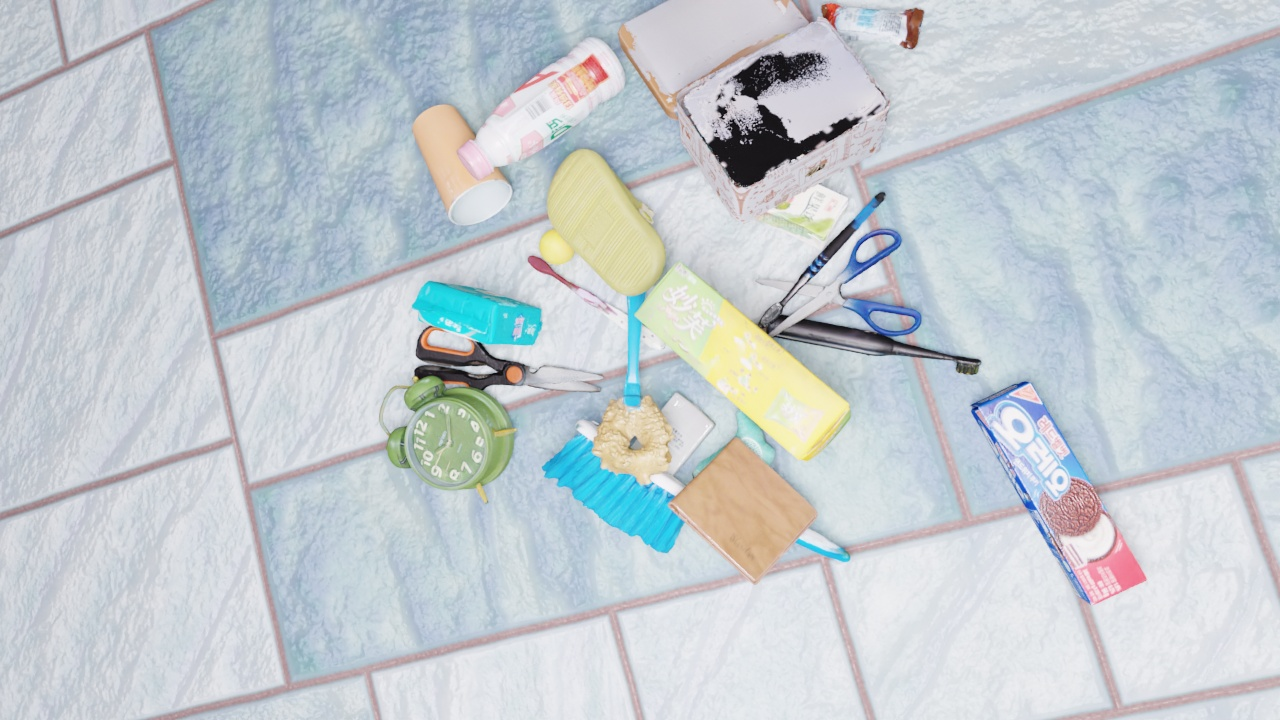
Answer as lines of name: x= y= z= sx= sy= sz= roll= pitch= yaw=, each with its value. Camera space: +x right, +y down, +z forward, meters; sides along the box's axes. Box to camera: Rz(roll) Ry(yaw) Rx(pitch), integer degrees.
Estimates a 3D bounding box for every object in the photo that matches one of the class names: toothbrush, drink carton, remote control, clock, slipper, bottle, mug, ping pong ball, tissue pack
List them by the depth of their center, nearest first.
toothbrush: x=0.234 y=-0.016 z=0.930 sx=0.213 sy=0.026 sz=0.027 roll=13 pitch=119 yaw=15
toothbrush: x=0.185 y=-0.103 z=0.932 sx=0.014 sy=0.016 sz=0.189 roll=43 pitch=88 yaw=15
drink carton: x=0.148 y=-0.165 z=0.950 sx=0.122 sy=0.045 sz=0.053 roll=28 pitch=81 yaw=13
slipper: x=-0.028 y=-0.141 z=0.983 sx=0.092 sy=0.081 sz=0.190 roll=-47 pitch=60 yaw=20
remote control: x=0.019 y=0.101 z=0.984 sx=0.056 sy=0.019 sz=0.135 roll=40 pitch=98 yaw=14
tissue pack: x=-0.172 y=-0.048 z=0.988 sx=0.093 sy=0.133 sz=0.050 roll=18 pitch=95 yaw=19
bottle: x=-0.109 y=-0.267 z=0.989 sx=0.196 sy=0.068 sz=0.068 roll=-40 pitch=77 yaw=-9
toothbrush: x=-0.049 y=-0.064 z=1.016 sx=0.187 sy=0.017 sz=0.016 roll=34 pitch=93 yaw=12
ping pong ball: x=-0.092 y=-0.126 z=1.017 sx=0.040 sy=0.040 sz=0.040 roll=-1 pitch=86 yaw=15
clock: x=-0.219 y=0.082 z=1.023 sx=0.161 sy=0.056 sz=0.116 roll=25 pitch=101 yaw=11
mug: x=-0.206 y=-0.225 z=1.041 sx=0.078 sy=0.078 sz=0.122 roll=-33 pitch=74 yaw=11

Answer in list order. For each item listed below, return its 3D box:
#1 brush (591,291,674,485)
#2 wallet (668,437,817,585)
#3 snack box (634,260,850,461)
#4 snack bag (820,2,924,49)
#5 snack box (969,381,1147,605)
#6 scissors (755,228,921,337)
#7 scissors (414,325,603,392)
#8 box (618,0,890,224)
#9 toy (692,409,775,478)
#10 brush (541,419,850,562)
brush: x=-0.006 y=0.006 z=0.950 sx=0.083 sy=0.046 sz=0.254 roll=1 pitch=65 yaw=0
wallet: x=0.102 y=0.146 z=0.900 sx=0.115 sy=0.020 sz=0.101 roll=41 pitch=67 yaw=15
snack box: x=0.104 y=0.006 z=0.894 sx=0.210 sy=0.157 sz=0.070 roll=41 pitch=94 yaw=14
snack bag: x=0.236 y=-0.346 z=0.946 sx=0.105 sy=0.026 sz=0.045 roll=10 pitch=80 yaw=15
snack box: x=0.387 y=0.122 z=0.862 sx=0.058 sy=0.057 sz=0.207 roll=-29 pitch=79 yaw=9
scissors: x=0.207 y=-0.069 z=0.931 sx=0.174 sy=0.012 sz=0.162 roll=33 pitch=84 yaw=20
scissors: x=-0.154 y=0.028 z=1.041 sx=0.235 sy=0.021 sz=0.148 roll=29 pitch=102 yaw=10
box: x=0.107 y=-0.288 z=0.930 sx=0.177 sy=0.082 sz=0.259 roll=-28 pitch=69 yaw=-3
toy: x=0.100 y=0.112 z=0.957 sx=0.092 sy=0.030 sz=0.096 roll=-37 pitch=85 yaw=18
brush: x=0.051 y=0.154 z=0.937 sx=0.314 sy=0.060 sz=0.109 roll=33 pitch=92 yaw=12
